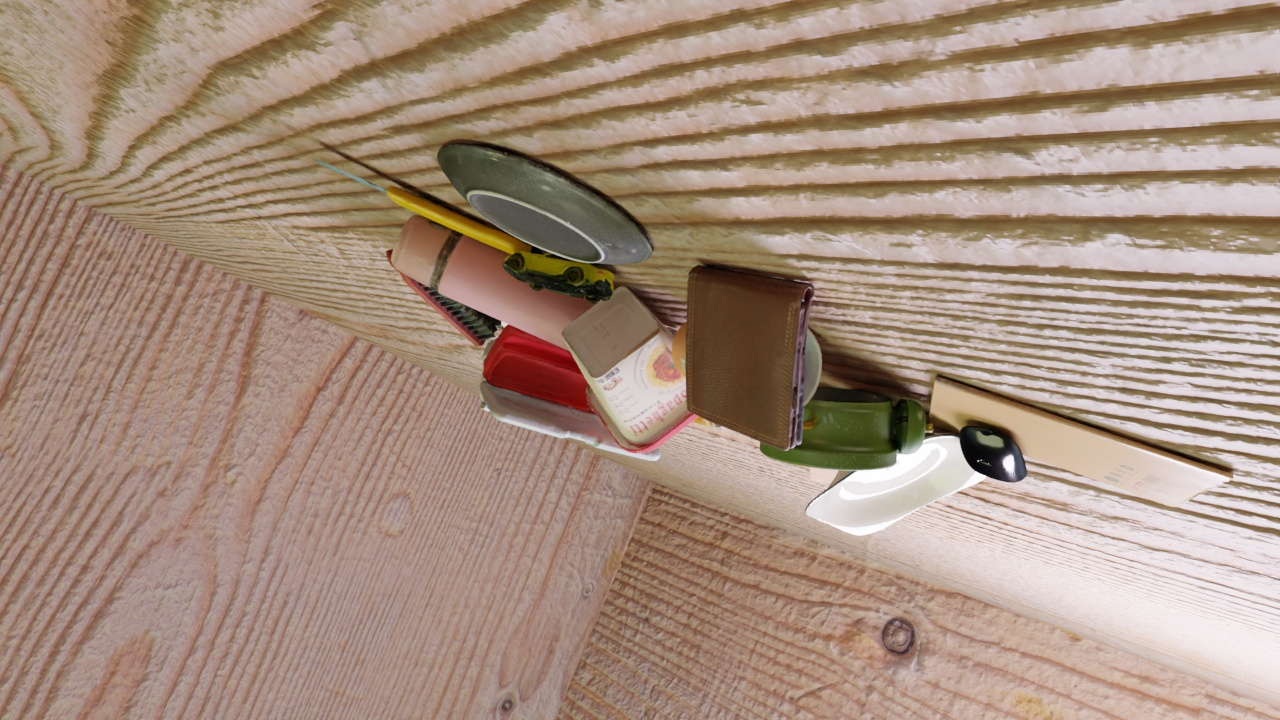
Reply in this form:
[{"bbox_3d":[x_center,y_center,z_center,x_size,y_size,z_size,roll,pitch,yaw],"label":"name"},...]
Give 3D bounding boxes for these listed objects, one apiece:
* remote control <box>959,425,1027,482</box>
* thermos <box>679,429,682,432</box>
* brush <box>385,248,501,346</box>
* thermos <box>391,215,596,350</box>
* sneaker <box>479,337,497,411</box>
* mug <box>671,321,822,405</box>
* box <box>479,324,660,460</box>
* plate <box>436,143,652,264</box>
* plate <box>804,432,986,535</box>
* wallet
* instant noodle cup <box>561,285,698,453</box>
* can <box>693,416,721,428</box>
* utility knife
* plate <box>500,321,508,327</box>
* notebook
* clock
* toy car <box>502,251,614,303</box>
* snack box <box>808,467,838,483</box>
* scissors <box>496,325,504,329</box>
[{"bbox_3d":[0.308,0.087,0.804,0.053,0.024,0.136,17,169,32],"label":"remote control"},{"bbox_3d":[-0.007,0.045,1.202,0.143,0.093,0.093,16,172,-11],"label":"thermos"},{"bbox_3d":[-0.217,-0.081,1.020,0.069,0.063,0.146,-6,141,42],"label":"brush"},{"bbox_3d":[-0.142,-0.080,0.908,0.198,0.067,0.087,24,-160,-4],"label":"thermos"},{"bbox_3d":[-0.112,0.006,1.041,0.089,0.090,0.243,29,150,-31],"label":"sneaker"},{"bbox_3d":[0.082,-0.001,0.770,0.078,0.078,0.123,29,173,-31],"label":"mug"},{"bbox_3d":[-0.063,0.046,0.954,0.201,0.096,0.100,18,-143,-28],"label":"box"},{"bbox_3d":[-0.076,-0.109,0.698,0.179,0.024,0.179,23,170,4],"label":"plate"},{"bbox_3d":[0.247,0.112,0.891,0.165,0.034,0.163,-33,144,24],"label":"plate"},{"bbox_3d":[0.079,-0.004,0.670,0.032,0.125,0.101,-19,-153,-40],"label":"wallet"},{"bbox_3d":[-0.005,0.005,0.865,0.116,0.116,0.124,52,177,40],"label":"instant noodle cup"},{"bbox_3d":[0.036,0.033,1.098,0.146,0.058,0.058,18,169,28],"label":"can"},{"bbox_3d":[-0.187,-0.136,0.826,0.223,0.015,0.033,23,171,-12],"label":"utility knife"},{"bbox_3d":[-0.122,-0.043,1.130,0.164,0.034,0.164,27,170,-14],"label":"plate"},{"bbox_3d":[0.335,0.067,0.733,0.208,0.008,0.148,20,170,20],"label":"notebook"},{"bbox_3d":[0.178,0.056,0.797,0.161,0.056,0.116,1,-173,-24],"label":"clock"},{"bbox_3d":[-0.072,-0.079,0.814,0.105,0.032,0.048,12,167,23],"label":"toy car"},{"bbox_3d":[0.213,0.088,0.934,0.084,0.026,0.157,11,151,18],"label":"snack box"},{"bbox_3d":[-0.158,-0.035,1.204,0.181,0.014,0.159,43,-160,26],"label":"scissors"}]
